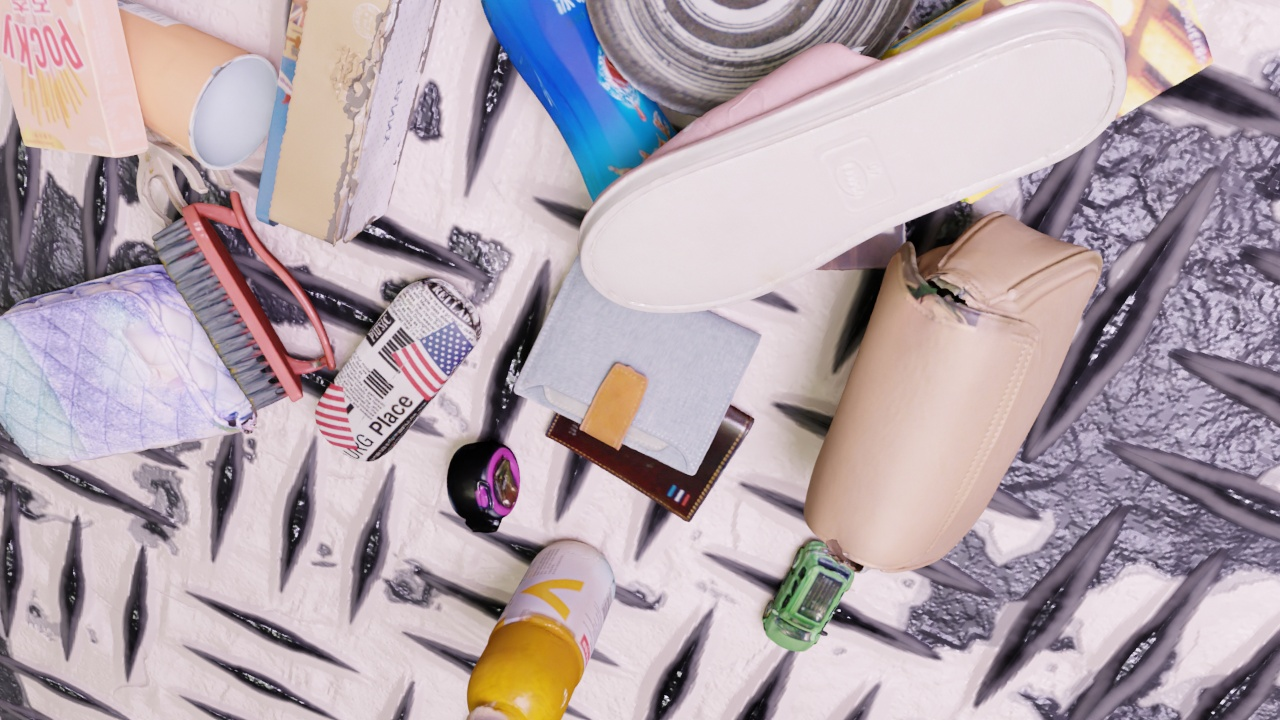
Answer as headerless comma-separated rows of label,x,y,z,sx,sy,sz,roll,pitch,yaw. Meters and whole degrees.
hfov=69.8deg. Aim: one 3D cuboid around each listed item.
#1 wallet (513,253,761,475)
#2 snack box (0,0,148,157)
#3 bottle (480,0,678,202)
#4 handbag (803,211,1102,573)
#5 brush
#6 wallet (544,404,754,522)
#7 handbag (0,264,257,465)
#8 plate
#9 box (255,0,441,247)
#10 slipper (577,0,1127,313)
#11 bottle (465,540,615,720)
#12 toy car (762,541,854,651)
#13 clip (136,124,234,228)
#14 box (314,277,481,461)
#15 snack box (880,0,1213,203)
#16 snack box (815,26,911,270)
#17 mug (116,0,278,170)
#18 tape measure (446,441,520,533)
wallet,-0.003,0.003,0.585,0.130,0.037,0.106,26,89,2
snack box,-0.343,-0.202,0.537,0.084,0.026,0.157,10,116,23
bottle,-0.042,-0.178,0.519,0.065,0.065,0.219,-26,105,23
handbag,0.163,0.020,0.510,0.100,0.147,0.205,32,119,33
brush,-0.271,-0.043,0.637,0.069,0.063,0.146,-28,115,-13
wallet,0.004,0.046,0.631,0.122,0.020,0.096,31,117,3
handbag,-0.393,0.007,0.688,0.194,0.075,0.134,-9,114,19
plate,0.057,-0.210,0.476,0.179,0.024,0.179,-1,88,14
box,-0.176,-0.153,0.553,0.059,0.089,0.185,24,115,-3
slipper,0.086,-0.096,0.447,0.275,0.054,0.114,-21,139,30
bottle,-0.068,0.195,0.617,0.068,0.189,0.068,5,113,12
toy car,0.117,0.169,0.645,0.043,0.036,0.091,22,120,3
clip,-0.319,-0.143,0.627,0.093,0.034,0.103,-11,102,23
box,-0.171,0.008,0.652,0.071,0.057,0.165,35,119,-21
snack box,0.203,-0.152,0.459,0.140,0.033,0.087,-29,107,6
snack box,0.092,-0.118,0.516,0.113,0.053,0.126,1,113,14
mug,-0.305,-0.184,0.583,0.123,0.078,0.078,30,117,6
tape measure,-0.109,0.087,0.655,0.039,0.056,0.058,-3,128,19
